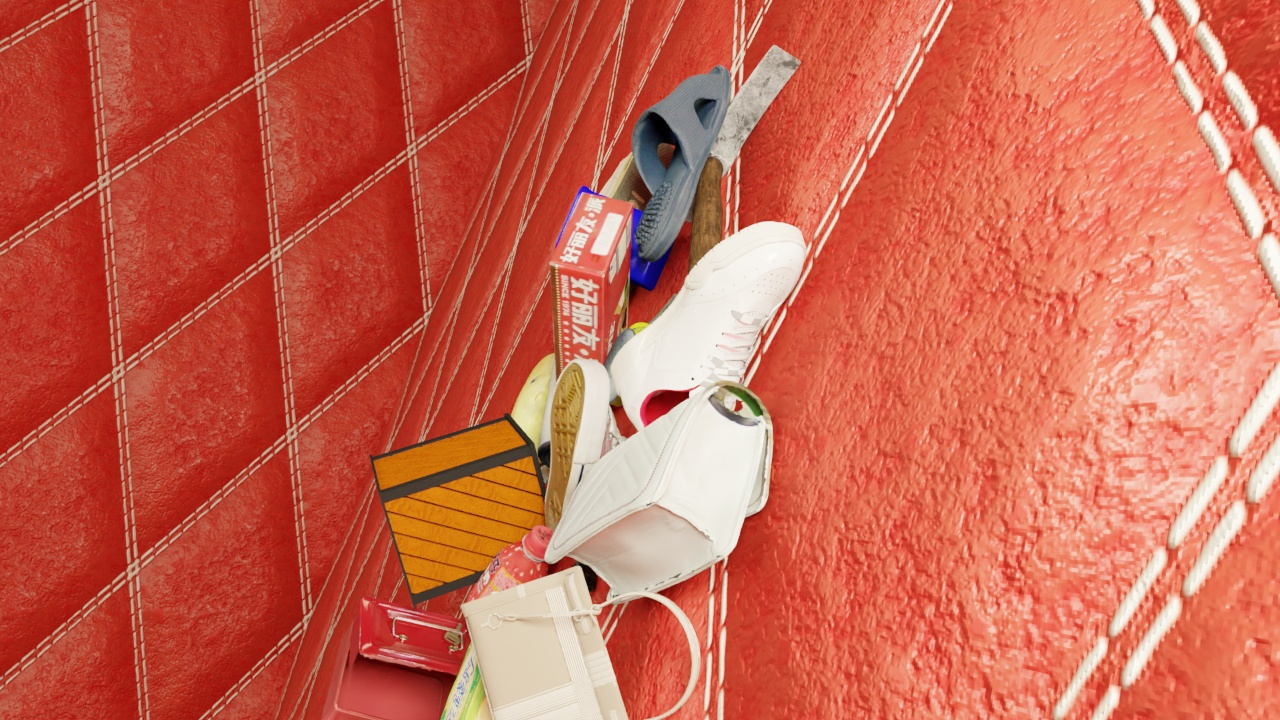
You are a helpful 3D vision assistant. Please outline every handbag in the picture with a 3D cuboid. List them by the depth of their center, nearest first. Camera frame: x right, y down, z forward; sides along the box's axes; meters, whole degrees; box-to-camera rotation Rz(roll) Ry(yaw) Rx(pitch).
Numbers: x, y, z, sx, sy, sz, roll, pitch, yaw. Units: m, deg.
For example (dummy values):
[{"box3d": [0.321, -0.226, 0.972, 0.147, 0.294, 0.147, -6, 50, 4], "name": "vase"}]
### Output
[{"box3d": [-0.036, 0.249, 0.733, 0.198, 0.062, 0.175, -28, 72, 28], "name": "handbag"}, {"box3d": [0.018, 0.113, 0.764, 0.199, 0.096, 0.141, -40, 17, 52], "name": "handbag"}]

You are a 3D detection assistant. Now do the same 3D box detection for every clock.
[{"box3d": [-0.006, 0.006, 0.979, 0.083, 0.057, 0.119, -65, 22, 20], "name": "clock"}]

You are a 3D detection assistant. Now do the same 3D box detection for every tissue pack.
[{"box3d": [-0.133, 0.329, 0.889, 0.197, 0.120, 0.141, -63, 17, -11], "name": "tissue pack"}]

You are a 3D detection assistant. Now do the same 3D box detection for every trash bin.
[{"box3d": [-0.205, 0.167, 1.065, 0.140, 0.171, 0.140, -150, 46, -67], "name": "trash bin"}]

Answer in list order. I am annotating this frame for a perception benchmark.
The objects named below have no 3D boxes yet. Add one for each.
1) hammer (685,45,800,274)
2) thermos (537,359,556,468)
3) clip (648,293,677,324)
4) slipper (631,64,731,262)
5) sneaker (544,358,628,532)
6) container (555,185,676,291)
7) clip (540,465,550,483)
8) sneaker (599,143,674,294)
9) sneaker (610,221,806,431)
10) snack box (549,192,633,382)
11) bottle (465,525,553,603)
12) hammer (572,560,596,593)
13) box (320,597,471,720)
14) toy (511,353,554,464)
[{"box3d": [0.089, -0.172, 0.932, 0.218, 0.037, 0.299, -52, 19, 36], "name": "hammer"}, {"box3d": [-0.080, 0.027, 1.142, 0.068, 0.068, 0.229, -47, 27, 43], "name": "thermos"}, {"box3d": [0.024, -0.039, 1.015, 0.076, 0.023, 0.061, -36, 34, 51], "name": "clip"}, {"box3d": [0.026, -0.229, 1.008, 0.101, 0.082, 0.263, -40, 29, 59], "name": "slipper"}, {"box3d": [-0.044, 0.099, 0.936, 0.118, 0.087, 0.242, -117, 29, -45], "name": "sneaker"}, {"box3d": [-0.026, -0.142, 1.090, 0.085, 0.113, 0.084, 21, -88, -79], "name": "container"}, {"box3d": [-0.106, 0.147, 1.155, 0.054, 0.043, 0.101, -48, 23, 15], "name": "clip"}, {"box3d": [-0.033, -0.181, 1.216, 0.102, 0.089, 0.241, -1, 62, 59], "name": "sneaker"}, {"box3d": [0.068, -0.010, 0.800, 0.237, 0.090, 0.104, -44, 50, 32], "name": "sneaker"}, {"box3d": [-0.053, -0.058, 1.016, 0.237, 0.060, 0.113, 93, -168, -52], "name": "snack box"}, {"box3d": [-0.133, 0.230, 0.974, 0.138, 0.062, 0.061, -54, 23, 26], "name": "bottle"}, {"box3d": [-0.136, 0.312, 1.023, 0.320, 0.032, 0.130, -50, 25, 37], "name": "hammer"}, {"box3d": [-0.255, 0.350, 1.013, 0.127, 0.157, 0.137, -66, 18, 13], "name": "box"}, {"box3d": [-0.132, 0.064, 1.219, 0.155, 0.064, 0.170, 99, -175, -64], "name": "toy"}]
